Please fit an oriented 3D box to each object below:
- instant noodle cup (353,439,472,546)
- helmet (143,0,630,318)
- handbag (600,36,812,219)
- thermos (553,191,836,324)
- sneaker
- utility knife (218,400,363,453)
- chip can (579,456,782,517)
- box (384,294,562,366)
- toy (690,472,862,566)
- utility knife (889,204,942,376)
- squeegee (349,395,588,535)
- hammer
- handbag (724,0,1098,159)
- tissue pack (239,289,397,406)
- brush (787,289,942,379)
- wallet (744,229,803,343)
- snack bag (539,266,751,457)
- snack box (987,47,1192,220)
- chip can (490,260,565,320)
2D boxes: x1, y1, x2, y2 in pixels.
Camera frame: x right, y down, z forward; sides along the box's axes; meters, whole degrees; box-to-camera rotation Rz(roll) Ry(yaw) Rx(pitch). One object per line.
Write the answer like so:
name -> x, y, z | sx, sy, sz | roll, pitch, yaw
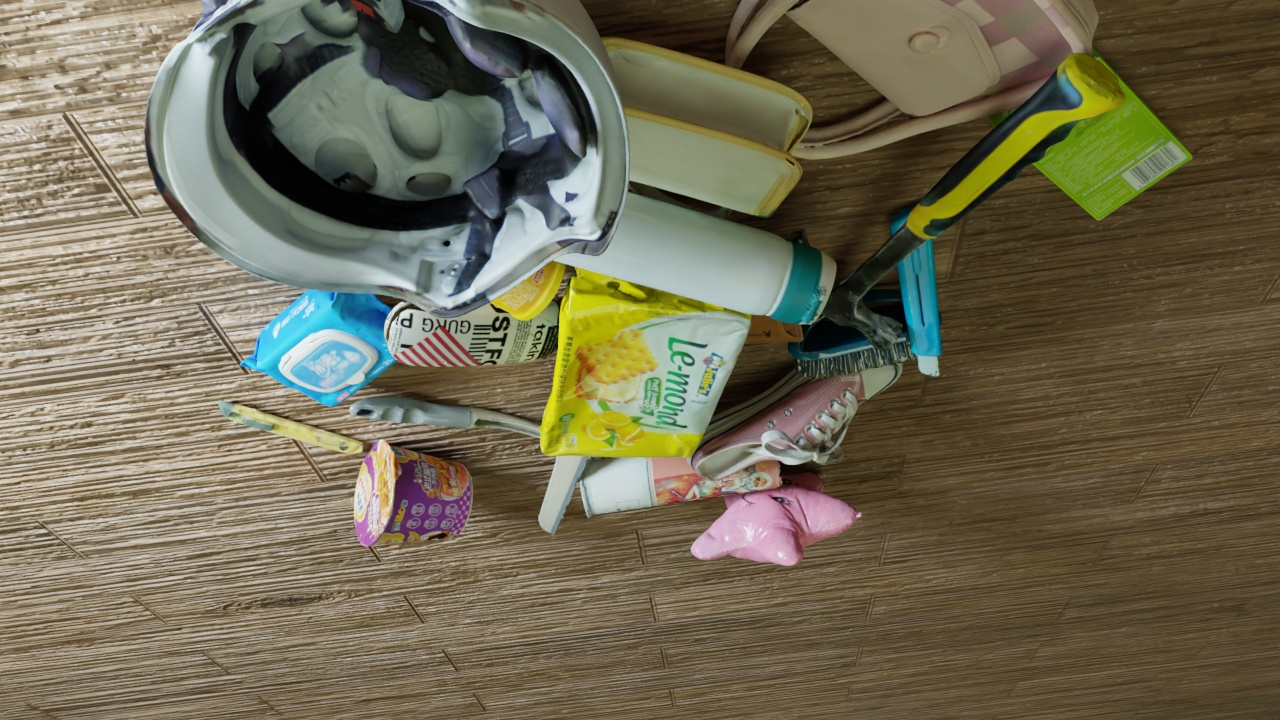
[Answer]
instant noodle cup -> -0.240, 0.147, 0.980 | 0.099, 0.111, 0.112 | 14, 137, -33
helmet -> -0.135, -0.150, 0.526 | 0.259, 0.145, 0.229 | -15, 140, 22
handbag -> 0.027, -0.152, 0.667 | 0.163, 0.063, 0.179 | 15, 166, -3
thermos -> 0.038, -0.082, 0.699 | 0.224, 0.073, 0.073 | 15, 138, -7
sneaker -> 0.162, 0.065, 0.920 | 0.241, 0.087, 0.118 | -28, 138, 5
utility knife -> -0.356, 0.069, 0.938 | 0.151, 0.018, 0.031 | 18, 141, -33
chip can -> 0.043, 0.122, 1.011 | 0.215, 0.071, 0.071 | -9, 141, 2
box -> -0.137, -0.024, 0.791 | 0.164, 0.064, 0.074 | -7, 158, -30
toy -> 0.163, 0.173, 1.030 | 0.179, 0.194, 0.075 | -5, 107, 27
utility knife -> 0.246, -0.057, 0.807 | 0.034, 0.018, 0.166 | -13, 116, 8
squeegee -> -0.169, 0.064, 0.935 | 0.246, 0.039, 0.247 | 12, 123, -18
hammer -> 0.219, -0.111, 0.689 | 0.126, 0.031, 0.324 | 32, 150, -4
handbag -> 0.157, -0.216, 0.614 | 0.193, 0.093, 0.235 | 26, 143, -34
tissue pack -> -0.275, -0.012, 0.815 | 0.157, 0.052, 0.095 | -31, 135, 28
brush -> 0.209, -0.030, 0.861 | 0.144, 0.055, 0.073 | -13, 119, 8
wallet -> 0.090, -0.061, 0.809 | 0.119, 0.035, 0.131 | 1, 144, 21
snack bag -> -0.005, 0.005, 0.821 | 0.158, 0.068, 0.247 | 2, 143, -12
snack box -> 0.354, -0.175, 0.720 | 0.156, 0.026, 0.086 | 24, 132, -32
chip can -> -0.161, -0.103, 0.702 | 0.213, 0.072, 0.072 | 26, 131, -34
